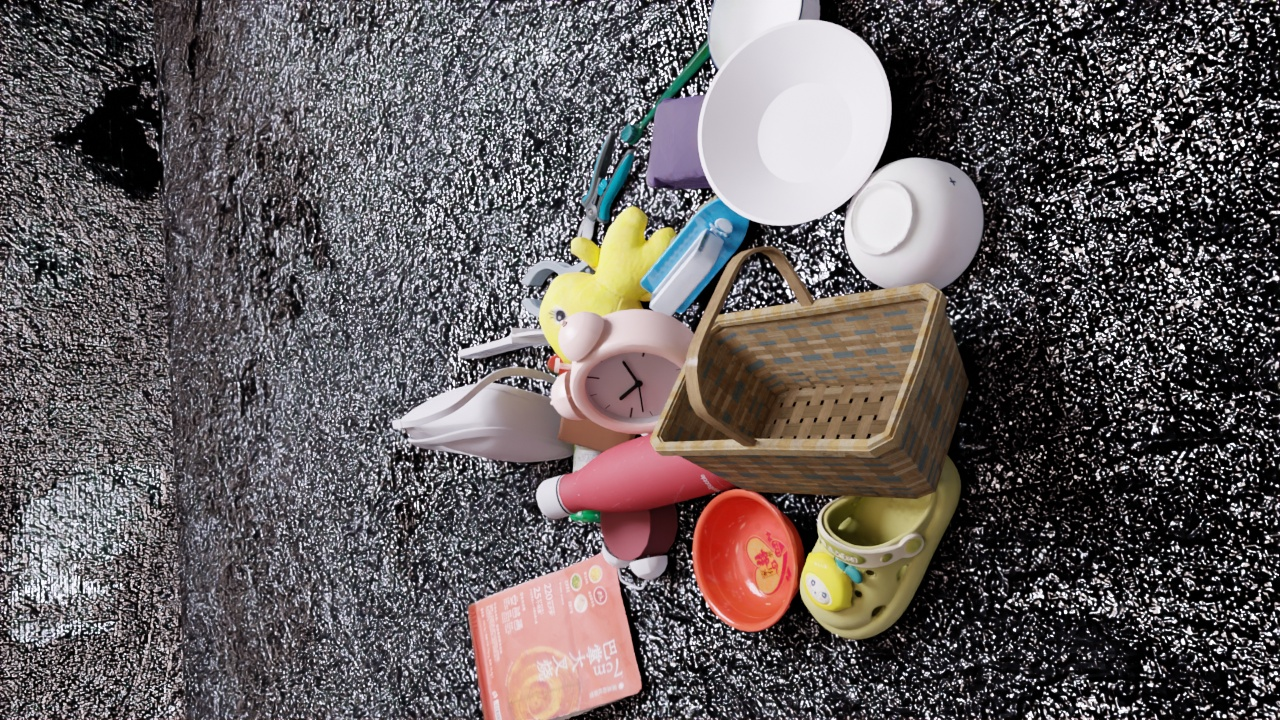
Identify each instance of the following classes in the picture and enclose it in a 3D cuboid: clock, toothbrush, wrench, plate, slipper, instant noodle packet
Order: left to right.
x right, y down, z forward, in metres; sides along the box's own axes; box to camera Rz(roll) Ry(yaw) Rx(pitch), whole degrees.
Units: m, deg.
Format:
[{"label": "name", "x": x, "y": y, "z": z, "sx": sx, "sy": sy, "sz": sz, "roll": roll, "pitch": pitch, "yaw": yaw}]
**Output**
[{"label": "wrench", "x": -0.164, "y": -0.020, "z": 1.189, "sx": 0.274, "sy": 0.086, "sz": 0.018, "roll": -10, "pitch": 79, "yaw": 59}, {"label": "instant noodle packet", "x": -0.096, "y": 0.334, "z": 1.083, "sx": 0.222, "sy": 0.083, "sz": 0.164, "roll": -32, "pitch": 59, "yaw": 34}, {"label": "clock", "x": -0.006, "y": 0.005, "z": 0.914, "sx": 0.086, "sy": 0.160, "sz": 0.131, "roll": -98, "pitch": 14, "yaw": -44}, {"label": "clock", "x": -0.003, "y": 0.184, "z": 0.996, "sx": 0.087, "sy": 0.044, "sz": 0.124, "roll": 8, "pitch": 94, "yaw": 49}, {"label": "toothbrush", "x": 0.037, "y": -0.302, "z": 1.002, "sx": 0.190, "sy": 0.017, "sz": 0.016, "roll": -41, "pitch": 58, "yaw": 40}, {"label": "plate", "x": 0.136, "y": -0.202, "z": 0.800, "sx": 0.174, "sy": 0.036, "sz": 0.174, "roll": -1, "pitch": 89, "yaw": 31}, {"label": "slipper", "x": 0.187, "y": 0.150, "z": 0.753, "sx": 0.091, "sy": 0.081, "sz": 0.191, "roll": 44, "pitch": 117, "yaw": 39}]

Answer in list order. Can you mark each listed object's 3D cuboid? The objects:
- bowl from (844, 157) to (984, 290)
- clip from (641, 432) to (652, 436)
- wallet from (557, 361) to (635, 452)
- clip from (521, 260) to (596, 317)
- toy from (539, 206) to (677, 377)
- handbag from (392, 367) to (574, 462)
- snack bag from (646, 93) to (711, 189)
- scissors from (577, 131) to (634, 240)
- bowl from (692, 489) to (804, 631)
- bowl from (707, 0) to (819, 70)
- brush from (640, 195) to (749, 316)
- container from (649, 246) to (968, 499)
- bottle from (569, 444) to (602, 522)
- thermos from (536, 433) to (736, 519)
[{"label": "bowl", "x": 0.213, "y": -0.112, "z": 0.751, "sx": 0.114, "sy": 0.063, "sz": 0.113, "roll": -6, "pitch": 82, "yaw": 49}, {"label": "clip", "x": 0.014, "y": 0.066, "z": 0.994, "sx": 0.054, "sy": 0.057, "sz": 0.102, "roll": 9, "pitch": 94, "yaw": 25}, {"label": "wallet", "x": -0.042, "y": 0.051, "z": 1.009, "sx": 0.013, "sy": 0.087, "sz": 0.121, "roll": -68, "pitch": -8, "yaw": -57}, {"label": "clip", "x": -0.092, "y": -0.075, "z": 1.131, "sx": 0.164, "sy": 0.027, "sz": 0.106, "roll": -9, "pitch": 82, "yaw": 49}, {"label": "toy", "x": -0.033, "y": -0.065, "z": 1.008, "sx": 0.134, "sy": 0.092, "sz": 0.208, "roll": 32, "pitch": 115, "yaw": 7}, {"label": "handbag", "x": -0.204, "y": 0.076, "z": 1.108, "sx": 0.223, "sy": 0.215, "sz": 0.095, "roll": -13, "pitch": 68, "yaw": 39}, {"label": "snack bag", "x": 0.081, "y": -0.222, "z": 0.914, "sx": 0.206, "sy": 0.058, "sz": 0.096, "roll": 9, "pitch": 95, "yaw": 48}, {"label": "scissors", "x": -0.043, "y": -0.197, "z": 1.081, "sx": 0.150, "sy": 0.019, "sz": 0.131, "roll": -6, "pitch": 94, "yaw": 48}, {"label": "bowl", "x": 0.110, "y": 0.185, "z": 0.864, "sx": 0.131, "sy": 0.045, "sz": 0.130, "roll": -4, "pitch": 84, "yaw": 49}, {"label": "bowl", "x": 0.126, "y": -0.317, "z": 0.865, "sx": 0.118, "sy": 0.062, "sz": 0.118, "roll": -4, "pitch": 84, "yaw": 50}, {"label": "brush", "x": 0.060, "y": -0.108, "z": 0.911, "sx": 0.136, "sy": 0.055, "sz": 0.075, "roll": -50, "pitch": 13, "yaw": 24}, {"label": "container", "x": 0.116, "y": 0.011, "z": 0.737, "sx": 0.251, "sy": 0.186, "sz": 0.157, "roll": -6, "pitch": 50, "yaw": 49}, {"label": "bottle", "x": -0.060, "y": 0.131, "z": 1.066, "sx": 0.043, "sy": 0.043, "sz": 0.111, "roll": 2, "pitch": 88, "yaw": 49}, {"label": "thermos", "x": -0.004, "y": 0.117, "z": 0.931, "sx": 0.240, "sy": 0.073, "sz": 0.073, "roll": -20, "pitch": 72, "yaw": 28}]
